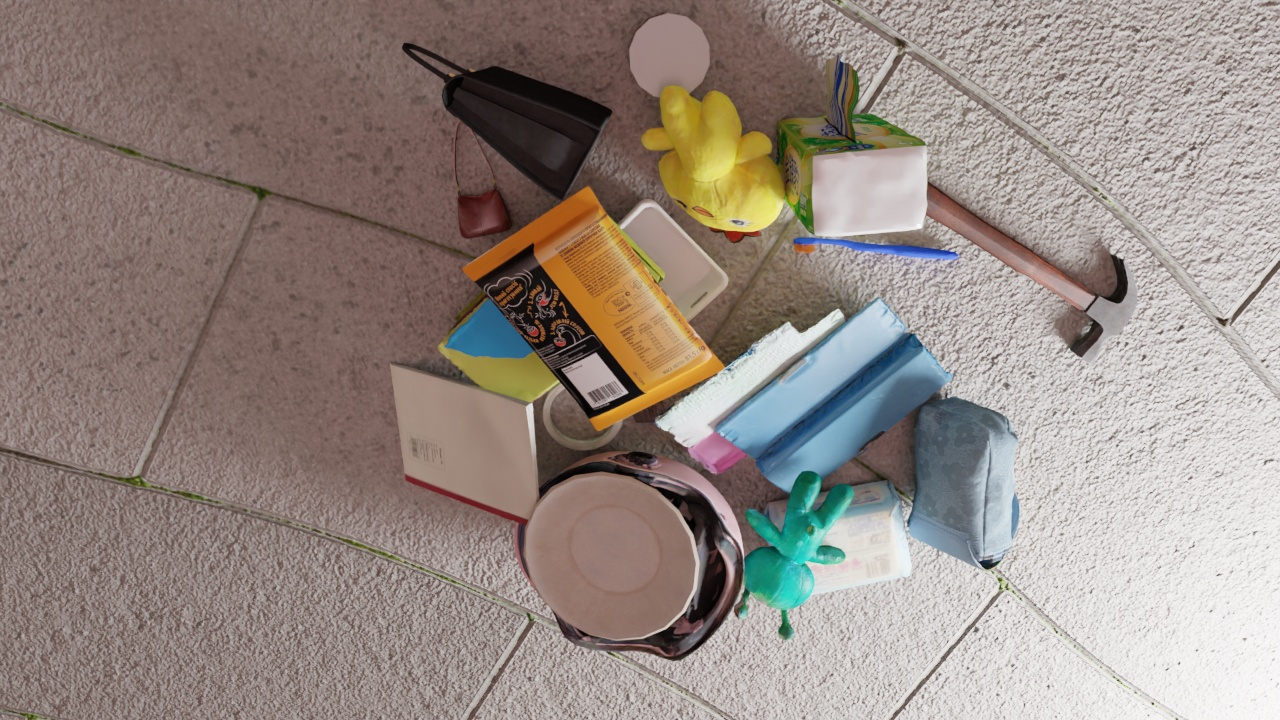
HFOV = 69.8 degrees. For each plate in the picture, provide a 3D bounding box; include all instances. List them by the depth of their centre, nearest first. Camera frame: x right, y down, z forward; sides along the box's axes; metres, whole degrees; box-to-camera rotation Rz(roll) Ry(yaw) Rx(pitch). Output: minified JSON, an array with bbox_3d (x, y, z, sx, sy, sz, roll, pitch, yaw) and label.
[{"bbox_3d":[-0.030,0.203,0.963,0.189,0.027,0.189,4,105,14],"label":"plate"}]

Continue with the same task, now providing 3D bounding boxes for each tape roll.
[{"bbox_3d":[-0.067,0.060,1.062,0.093,0.013,0.093,-1,111,-2],"label":"tape roll"}]

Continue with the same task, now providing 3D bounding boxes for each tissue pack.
[{"bbox_3d":[0.192,-0.211,0.865,0.120,0.197,0.141,-7,114,-6],"label":"tissue pack"},{"bbox_3d":[0.230,0.216,1.102,0.182,0.070,0.112,-11,111,5],"label":"tissue pack"}]

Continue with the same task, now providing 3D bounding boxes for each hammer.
[{"bbox_3d":[0.411,-0.114,1.000,0.300,0.028,0.111,29,109,-12],"label":"hammer"}]

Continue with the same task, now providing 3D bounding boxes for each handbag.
[{"bbox_3d":[-0.133,-0.244,0.858,0.195,0.175,0.072,29,108,-9],"label":"handbag"},{"bbox_3d":[-0.174,-0.190,0.958,0.055,0.029,0.120,-11,106,0],"label":"handbag"},{"bbox_3d":[0.378,0.137,1.056,0.118,0.122,0.192,-13,109,-32],"label":"handbag"}]

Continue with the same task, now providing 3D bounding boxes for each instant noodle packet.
[{"bbox_3d":[-0.045,-0.041,0.884,0.160,0.032,0.221,-27,113,28],"label":"instant noodle packet"}]

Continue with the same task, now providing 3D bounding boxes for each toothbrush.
[{"bbox_3d":[0.256,-0.119,0.999,0.182,0.016,0.018,5,116,-3],"label":"toothbrush"}]

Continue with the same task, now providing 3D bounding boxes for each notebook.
[{"bbox_3d":[-0.195,0.093,1.010,0.209,0.012,0.153,13,117,33],"label":"notebook"}]

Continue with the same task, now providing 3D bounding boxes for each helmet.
[{"bbox_3d":[-0.008,0.201,1.045,0.255,0.152,0.230,11,110,6],"label":"helmet"}]

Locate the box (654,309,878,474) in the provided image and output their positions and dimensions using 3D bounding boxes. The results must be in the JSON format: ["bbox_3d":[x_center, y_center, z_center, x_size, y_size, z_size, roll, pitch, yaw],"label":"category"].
[{"bbox_3d":[0.136,0.028,1.005,0.231,0.035,0.159,-37,140,11],"label":"box"}]

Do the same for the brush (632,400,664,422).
[{"bbox_3d":[-0.006,0.006,1.043,0.039,0.012,0.151,-14,111,4],"label":"brush"}]

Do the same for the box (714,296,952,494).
[{"bbox_3d":[0.216,0.050,1.018,0.232,0.033,0.174,-42,133,15],"label":"box"}]

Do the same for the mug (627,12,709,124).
[{"bbox_3d":[0.026,-0.281,0.890,0.073,0.089,0.105,-3,111,0],"label":"mug"}]

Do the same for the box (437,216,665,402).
[{"bbox_3d":[-0.094,-0.053,0.954,0.124,0.080,0.222,41,119,-14],"label":"box"}]

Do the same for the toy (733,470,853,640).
[{"bbox_3d":[0.171,0.217,1.034,0.130,0.072,0.193,23,102,-5],"label":"toy"}]

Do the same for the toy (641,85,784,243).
[{"bbox_3d":[0.076,-0.192,0.896,0.134,0.207,0.092,19,79,26],"label":"toy"}]

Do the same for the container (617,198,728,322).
[{"bbox_3d":[0.023,-0.107,0.979,0.081,0.049,0.129,-43,107,14],"label":"container"}]
